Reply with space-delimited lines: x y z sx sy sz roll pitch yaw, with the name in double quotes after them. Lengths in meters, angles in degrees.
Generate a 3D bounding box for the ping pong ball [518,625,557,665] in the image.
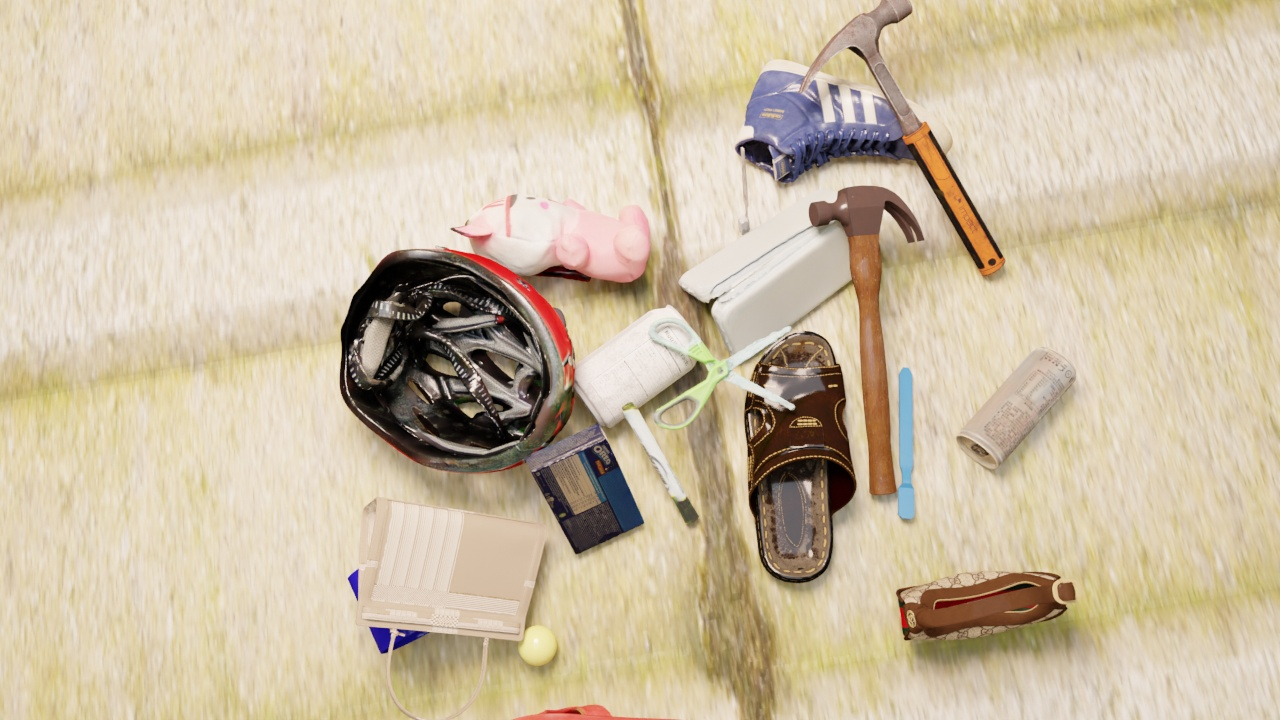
-0.106 0.293 0.944 0.040 0.040 0.040 -1 76 3 "ping pong ball"

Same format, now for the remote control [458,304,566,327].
-0.146 -0.045 1.046 0.124 0.009 0.046 9 76 5 "remote control"

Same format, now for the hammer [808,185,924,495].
0.244 -0.021 0.962 0.115 0.033 0.323 -6 93 -13 "hammer"

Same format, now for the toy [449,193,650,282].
-0.095 -0.136 1.014 0.213 0.141 0.084 6 113 -3 "toy"

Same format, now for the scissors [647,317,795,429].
0.079 0.006 0.945 0.171 0.023 0.167 -35 84 -1 "scissors"

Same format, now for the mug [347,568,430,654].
-0.234 0.239 0.952 0.111 0.079 0.083 -21 74 -31 "mug"

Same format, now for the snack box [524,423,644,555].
-0.054 0.133 0.930 0.082 0.150 0.027 -24 45 -6 "snack box"

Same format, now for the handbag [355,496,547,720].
-0.190 0.247 0.893 0.175 0.062 0.197 14 64 -26 "handbag"

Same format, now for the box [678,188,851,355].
0.144 -0.117 1.024 0.215 0.107 0.124 -36 51 -9 "box"

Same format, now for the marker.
0.021 0.108 0.965 0.017 0.017 0.146 -30 101 -5 "marker"

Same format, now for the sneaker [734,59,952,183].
0.219 -0.243 1.032 0.233 0.091 0.118 27 74 10 "sneaker"

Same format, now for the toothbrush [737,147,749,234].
0.108 -0.177 0.976 0.010 0.181 0.010 -30 71 -2 "toothbrush"

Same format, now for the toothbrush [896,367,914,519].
0.286 0.088 0.990 0.016 0.014 0.166 4 72 4 "toothbrush"

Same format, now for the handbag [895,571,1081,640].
0.335 0.236 0.884 0.166 0.138 0.063 -7 77 0 "handbag"

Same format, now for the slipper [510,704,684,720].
-0.049 0.396 0.908 0.248 0.059 0.103 1 75 -13 "slipper"

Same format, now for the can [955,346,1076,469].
0.398 0.049 0.970 0.054 0.054 0.135 43 82 12 "can"

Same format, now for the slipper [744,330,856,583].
0.166 0.095 0.960 0.113 0.076 0.267 3 76 3 "slipper"

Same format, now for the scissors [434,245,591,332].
-0.145 -0.089 1.048 0.187 0.015 0.179 -23 64 -11 "scissors"

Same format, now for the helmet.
-0.180 0.001 0.949 0.272 0.166 0.217 27 101 19 "helmet"

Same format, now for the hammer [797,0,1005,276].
0.295 -0.220 0.987 0.138 0.035 0.314 -34 103 7 "hammer"

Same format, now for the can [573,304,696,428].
-0.006 0.006 0.990 0.136 0.078 0.078 -36 77 -6 "can"
